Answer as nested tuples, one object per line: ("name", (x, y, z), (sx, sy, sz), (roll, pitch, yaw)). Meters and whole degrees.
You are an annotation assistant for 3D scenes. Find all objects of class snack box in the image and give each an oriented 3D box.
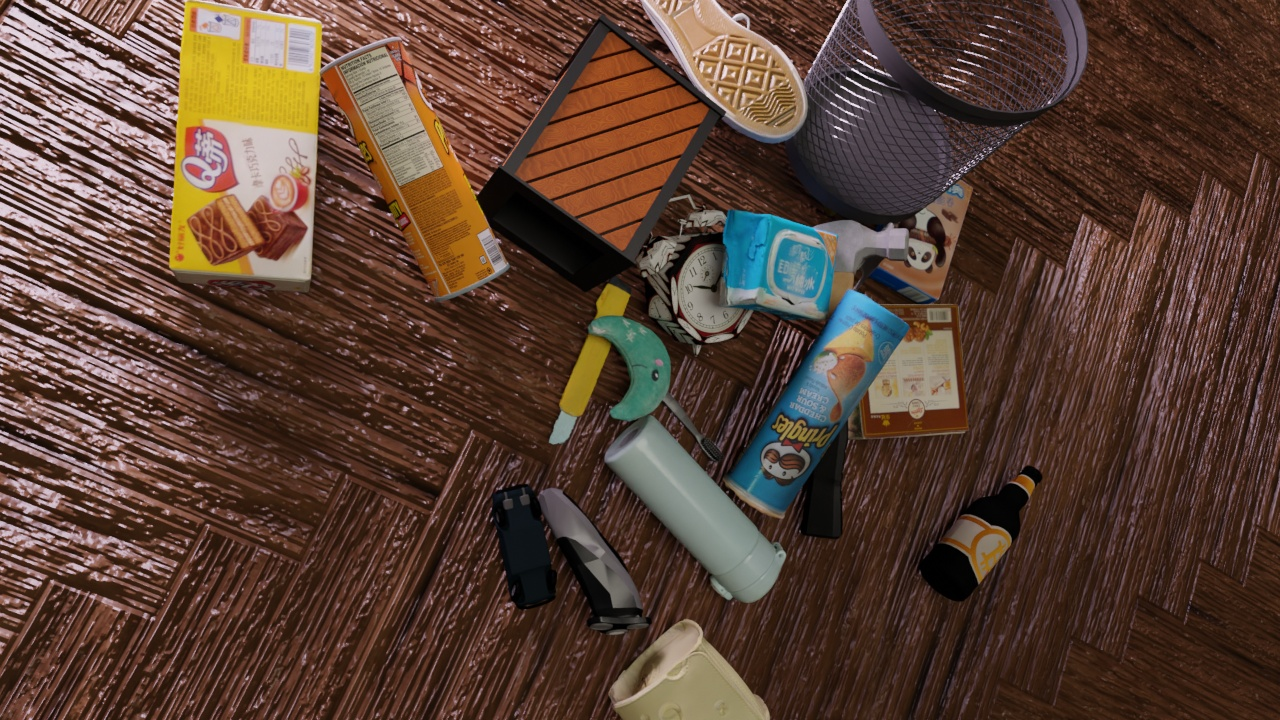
("snack box", (-0.334, -0.178, 0.783), (0.110, 0.062, 0.230), (3, 83, -21))
("snack box", (0.317, -0.149, 1.046), (0.087, 0.034, 0.151), (26, 75, -16))
("snack box", (0.288, 0.012, 1.014), (0.143, 0.041, 0.147), (-2, 85, -21))

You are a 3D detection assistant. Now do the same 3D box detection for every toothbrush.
("toothbrush", (0.028, 0.041, 0.927), (0.012, 0.013, 0.167), (-44, 98, -20))

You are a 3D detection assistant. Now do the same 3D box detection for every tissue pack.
("tissue pack", (0.134, -0.089, 0.893), (0.144, 0.062, 0.093), (7, 92, -39))

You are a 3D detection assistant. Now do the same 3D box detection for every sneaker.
("sneaker", (0.082, -0.310, 0.946), (0.118, 0.088, 0.241), (-36, 77, 2))

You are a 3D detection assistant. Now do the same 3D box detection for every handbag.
("handbag", (0.048, 0.328, 0.867), (0.111, 0.081, 0.119), (-41, 102, -7))

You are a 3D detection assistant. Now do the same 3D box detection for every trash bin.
("trash bin", (0.274, -0.272, 0.915), (0.217, 0.228, 0.217), (5, 69, -13))
("trash bin", (-0.044, -0.184, 0.853), (0.139, 0.140, 0.171), (34, 73, -15))

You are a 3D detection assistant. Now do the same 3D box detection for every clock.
("clock", (0.049, -0.090, 0.916), (0.114, 0.065, 0.155), (-36, 114, -23))

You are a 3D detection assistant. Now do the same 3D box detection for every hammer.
("hammer", (0.201, 0.019, 0.958), (0.131, 0.039, 0.328), (4, 90, 19))

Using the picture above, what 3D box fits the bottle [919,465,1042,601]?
("bottle", (0.389, 0.185, 1.025), (0.181, 0.059, 0.059), (-42, 99, -20))

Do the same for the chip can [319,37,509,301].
("chip can", (-0.195, -0.164, 0.806), (0.075, 0.075, 0.215), (-31, 107, -21))

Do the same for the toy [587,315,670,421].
("toy", (-0.005, 0.005, 0.889), (0.084, 0.033, 0.105), (-7, 77, -39))

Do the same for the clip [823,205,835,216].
("clip", (0.223, -0.191, 1.018), (0.049, 0.044, 0.054), (-17, 89, 3))

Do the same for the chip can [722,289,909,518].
("chip can", (0.172, 0.044, 0.905), (0.080, 0.080, 0.230), (31, 98, -16))

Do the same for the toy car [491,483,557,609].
("toy car", (-0.108, 0.171, 0.847), (0.046, 0.034, 0.112), (-12, 88, -22))

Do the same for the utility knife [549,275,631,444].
("utility knife", (-0.050, 0.000, 0.897), (0.030, 0.017, 0.178), (25, 73, -12))

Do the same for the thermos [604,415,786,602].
("thermos", (0.055, 0.148, 0.897), (0.078, 0.065, 0.207), (-42, 100, 2))

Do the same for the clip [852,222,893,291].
("clip", (0.254, -0.112, 1.008), (0.050, 0.102, 0.058), (33, 31, -7))

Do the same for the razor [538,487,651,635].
("razor", (-0.047, 0.188, 0.861), (0.060, 0.057, 0.156), (-19, 82, -50))
